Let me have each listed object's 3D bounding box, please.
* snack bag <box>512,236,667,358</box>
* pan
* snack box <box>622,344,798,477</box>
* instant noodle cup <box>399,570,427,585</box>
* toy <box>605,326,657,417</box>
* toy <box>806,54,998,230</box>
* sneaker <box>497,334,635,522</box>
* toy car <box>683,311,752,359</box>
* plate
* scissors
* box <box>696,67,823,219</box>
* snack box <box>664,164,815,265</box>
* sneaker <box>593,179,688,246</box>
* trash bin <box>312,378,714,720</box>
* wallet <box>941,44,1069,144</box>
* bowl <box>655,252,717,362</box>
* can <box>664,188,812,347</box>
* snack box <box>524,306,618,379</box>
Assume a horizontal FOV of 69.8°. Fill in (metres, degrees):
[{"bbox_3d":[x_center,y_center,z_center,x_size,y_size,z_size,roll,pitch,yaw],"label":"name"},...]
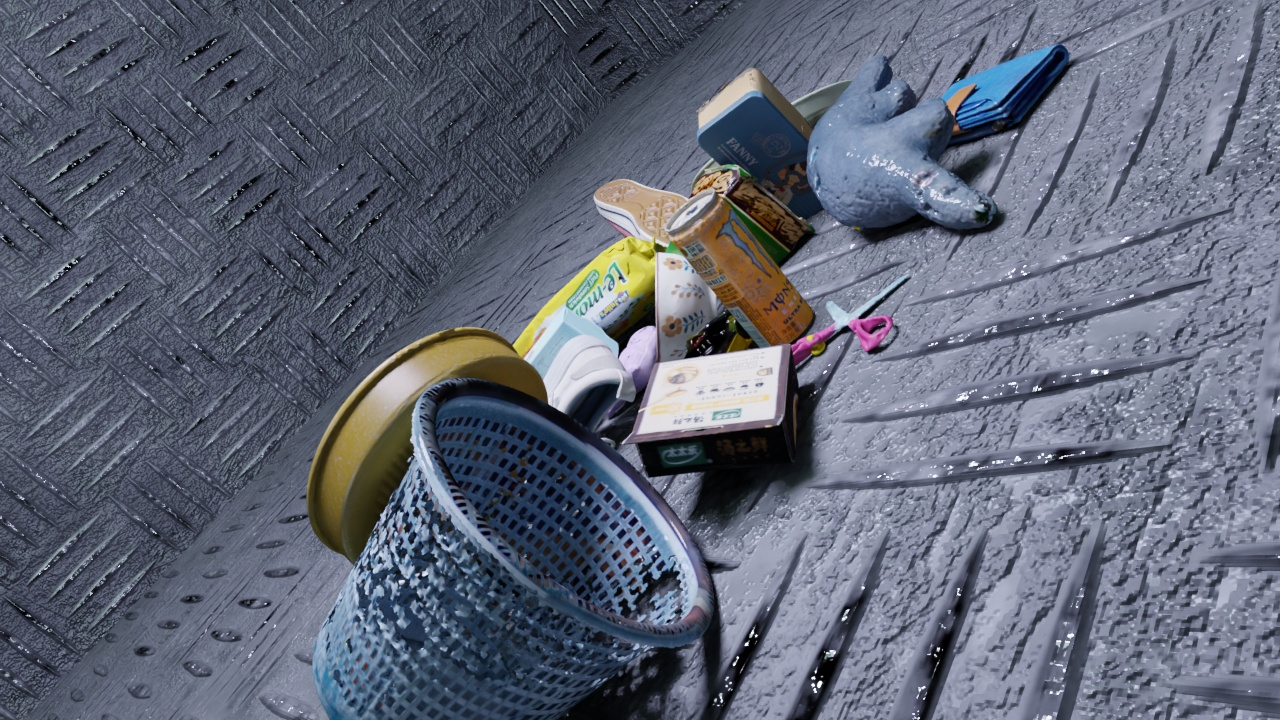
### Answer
[{"bbox_3d":[-0.054,-0.060,1.100,0.247,0.068,0.157,-40,-7,15],"label":"snack bag"},{"bbox_3d":[-0.148,0.104,0.749,0.078,0.358,0.197,34,70,28],"label":"pan"},{"bbox_3d":[0.057,0.039,0.686,0.113,0.053,0.125,-8,30,17],"label":"snack box"},{"bbox_3d":[-0.233,0.175,1.040,0.173,0.060,0.138,-46,18,-15],"label":"instant noodle cup"},{"bbox_3d":[-0.006,0.006,0.983,0.084,0.039,0.107,-57,8,38],"label":"toy"},{"bbox_3d":[0.222,-0.192,0.855,0.138,0.091,0.355,-35,30,18],"label":"toy"},{"bbox_3d":[-0.091,0.094,0.908,0.242,0.089,0.091,-53,50,8],"label":"sneaker"},{"bbox_3d":[0.062,0.007,0.829,0.071,0.041,0.155,-26,24,42],"label":"toy car"},{"bbox_3d":[0.167,-0.259,1.111,0.230,0.027,0.230,-30,-4,-2],"label":"plate"},{"bbox_3d":[0.164,-0.028,0.743,0.133,0.017,0.133,-37,15,6],"label":"scissors"},{"bbox_3d":[0.136,-0.227,0.975,0.090,0.184,0.062,-33,41,33],"label":"box"},{"bbox_3d":[0.096,-0.129,0.982,0.105,0.118,0.117,-57,19,-5],"label":"snack box"},{"bbox_3d":[0.020,-0.178,1.268,0.118,0.088,0.241,-36,40,-16],"label":"sneaker"},{"bbox_3d":[-0.098,0.156,0.597,0.195,0.226,0.226,-51,15,15],"label":"trash bin"},{"bbox_3d":[0.324,-0.248,0.874,0.106,0.040,0.133,-44,16,-17],"label":"wallet"},{"bbox_3d":[0.046,-0.053,0.931,0.062,0.113,0.113,-2,24,2],"label":"bowl"},{"bbox_3d":[0.087,-0.077,0.799,0.058,0.146,0.058,-37,20,15],"label":"can"},{"bbox_3d":[-0.104,0.030,1.020,0.175,0.074,0.051,-50,15,17],"label":"snack box"}]
